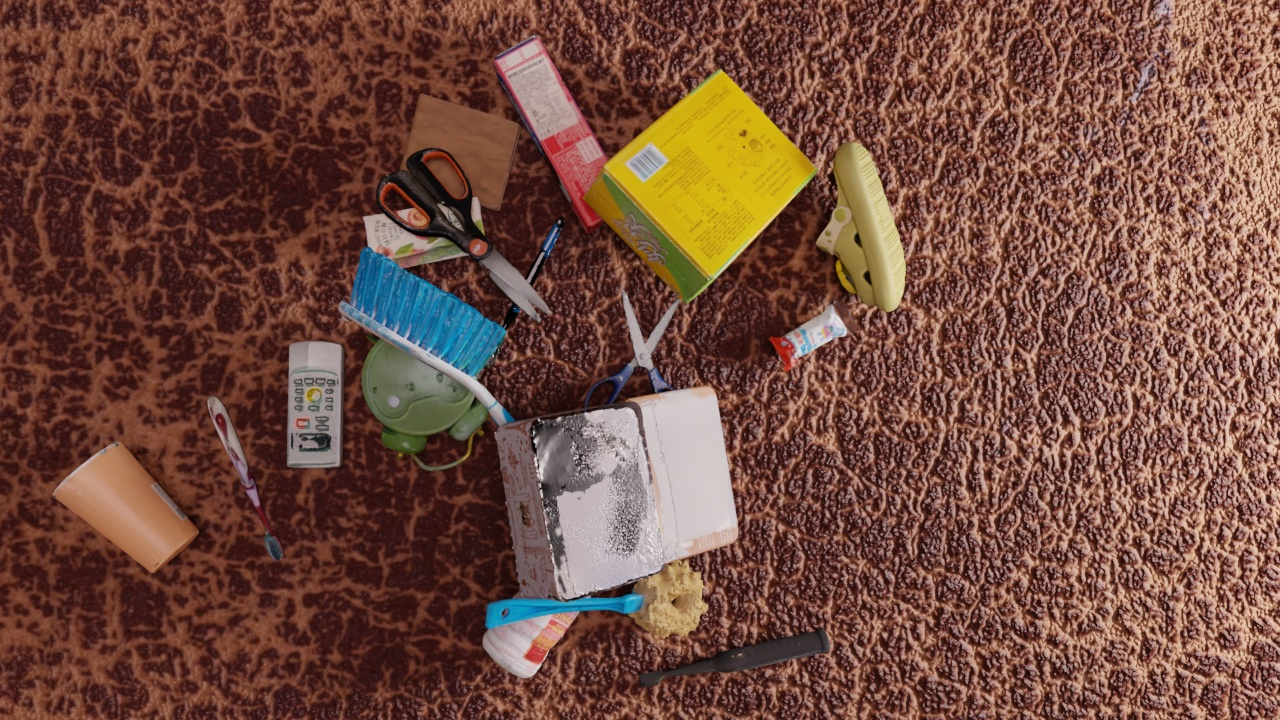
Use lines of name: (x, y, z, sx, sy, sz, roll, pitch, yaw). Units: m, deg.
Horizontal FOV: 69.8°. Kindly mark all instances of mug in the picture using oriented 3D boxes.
mug: (-0.514, 0.152, 0.929, 0.078, 0.078, 0.123, -44, 98, -6)

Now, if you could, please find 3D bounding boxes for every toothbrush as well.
toothbrush: (-0.127, -0.075, 1.004, 0.014, 0.016, 0.189, 28, 84, -12)
toothbrush: (-0.417, 0.125, 0.965, 0.016, 0.017, 0.187, -23, 91, -7)
toothbrush: (0.102, 0.330, 1.008, 0.212, 0.027, 0.026, -11, 45, -5)

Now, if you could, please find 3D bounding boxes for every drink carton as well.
drink carton: (-0.228, -0.134, 0.980, 0.122, 0.045, 0.053, -12, 76, -8)

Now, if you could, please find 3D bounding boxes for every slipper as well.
slipper: (0.238, -0.144, 1.019, 0.082, 0.091, 0.190, -12, 101, 33)

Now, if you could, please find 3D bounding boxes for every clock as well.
clock: (-0.226, 0.037, 0.969, 0.116, 0.056, 0.161, -15, 89, -6)

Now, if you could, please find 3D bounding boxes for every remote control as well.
remote control: (-0.345, 0.047, 0.975, 0.056, 0.019, 0.135, 1, 88, -6)

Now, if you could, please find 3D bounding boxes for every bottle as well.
bottle: (-0.084, 0.236, 0.970, 0.068, 0.068, 0.197, 37, 84, -3)

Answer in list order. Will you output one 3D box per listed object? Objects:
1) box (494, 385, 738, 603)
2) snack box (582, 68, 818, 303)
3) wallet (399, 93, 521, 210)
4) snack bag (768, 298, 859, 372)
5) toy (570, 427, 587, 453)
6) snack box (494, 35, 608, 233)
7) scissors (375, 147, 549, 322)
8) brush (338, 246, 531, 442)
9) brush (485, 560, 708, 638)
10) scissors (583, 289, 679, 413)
box: (-0.007, 0.126, 0.933, 0.259, 0.082, 0.177, -8, 88, -36)
snack box: (0.066, -0.185, 0.965, 0.157, 0.070, 0.209, 45, 60, -2)
wallet: (-0.197, -0.226, 1.002, 0.115, 0.020, 0.101, 14, 88, -8)
snack bag: (0.192, -0.028, 1.029, 0.105, 0.026, 0.045, -30, 88, -8)
toy: (-0.062, 0.124, 0.996, 0.092, 0.030, 0.096, 31, 91, -2)
snack box: (-0.083, -0.243, 0.994, 0.058, 0.057, 0.207, -30, 91, -4)
scissors: (-0.166, -0.136, 0.950, 0.235, 0.022, 0.148, 25, 73, 2)
brush: (-0.164, 0.012, 0.925, 0.314, 0.060, 0.109, 32, 87, -10)
brush: (-0.039, 0.251, 0.943, 0.254, 0.046, 0.083, 4, 98, -29)
scissors: (0.001, 0.010, 1.015, 0.162, 0.012, 0.174, -36, 91, -6)
